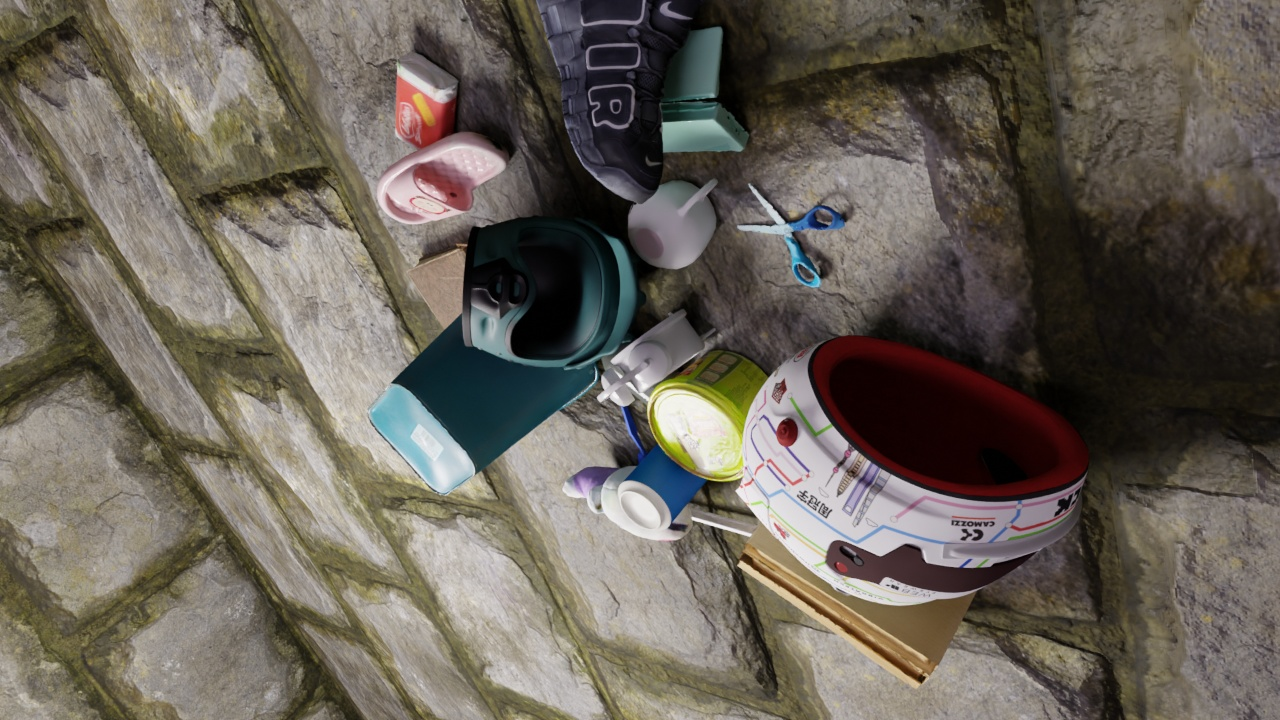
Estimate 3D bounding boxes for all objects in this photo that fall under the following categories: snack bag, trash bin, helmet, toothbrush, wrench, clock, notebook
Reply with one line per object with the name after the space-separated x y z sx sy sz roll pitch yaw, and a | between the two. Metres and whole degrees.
-0.265 -0.311 1.132 0.077 0.036 0.116 35 140 13 | snack bag
-0.212 0.039 1.193 0.199 0.218 0.197 48 142 -5 | trash bin
0.246 0.120 0.891 0.315 0.230 0.236 28 134 30 | helmet
-0.018 0.077 1.269 0.011 0.016 0.187 3 123 43 | toothbrush
0.137 0.226 1.238 0.274 0.047 0.009 9 129 40 | wrench
0.008 -0.002 1.062 0.061 0.158 0.120 54 142 3 | clock
-0.091 -0.076 1.029 0.275 0.200 0.176 -148 62 -82 | helmet
-0.224 -0.068 1.310 0.191 0.034 0.215 -11 116 46 | notebook

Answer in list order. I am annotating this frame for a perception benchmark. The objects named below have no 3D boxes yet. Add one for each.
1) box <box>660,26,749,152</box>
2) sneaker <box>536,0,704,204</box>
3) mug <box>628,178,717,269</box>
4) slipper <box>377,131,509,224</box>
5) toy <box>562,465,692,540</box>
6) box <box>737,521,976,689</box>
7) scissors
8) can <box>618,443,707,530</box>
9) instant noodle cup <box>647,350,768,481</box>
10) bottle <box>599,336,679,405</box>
0.016 -0.265 0.925 0.188 0.078 0.112 5 98 37 | box
0.005 -0.275 0.832 0.151 0.097 0.252 -25 73 34 | sneaker
0.038 -0.149 0.967 0.090 0.076 0.124 47 142 -2 | mug
-0.251 -0.223 1.149 0.106 0.055 0.222 19 151 -41 | slipper
-0.013 0.194 1.280 0.137 0.085 0.210 33 167 -23 | toy
0.254 0.252 1.084 0.249 0.127 0.092 32 140 18 | box
0.155 -0.134 0.928 0.127 0.014 0.127 51 145 0 | scissors
0.040 0.144 1.168 0.079 0.145 0.079 24 137 25 | can
0.090 0.061 1.088 0.146 0.097 0.146 24 138 23 | instant noodle cup
-0.007 0.007 1.159 0.108 0.060 0.060 38 141 9 | bottle
